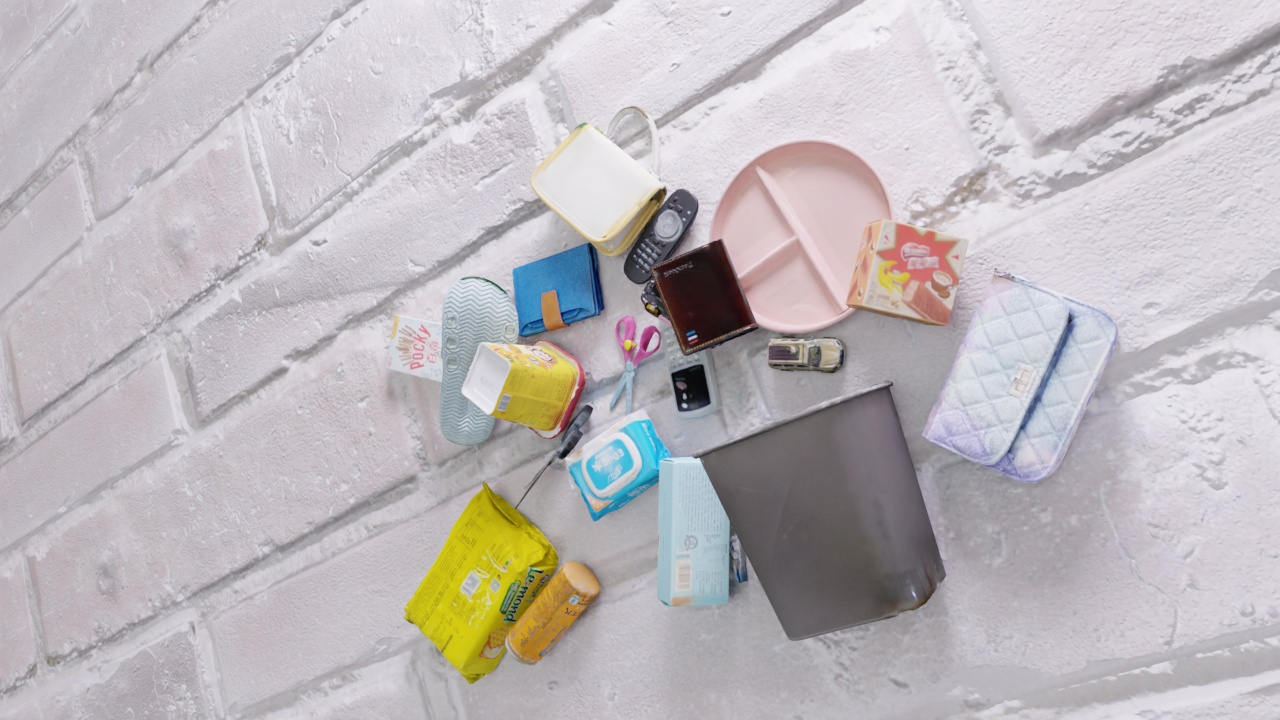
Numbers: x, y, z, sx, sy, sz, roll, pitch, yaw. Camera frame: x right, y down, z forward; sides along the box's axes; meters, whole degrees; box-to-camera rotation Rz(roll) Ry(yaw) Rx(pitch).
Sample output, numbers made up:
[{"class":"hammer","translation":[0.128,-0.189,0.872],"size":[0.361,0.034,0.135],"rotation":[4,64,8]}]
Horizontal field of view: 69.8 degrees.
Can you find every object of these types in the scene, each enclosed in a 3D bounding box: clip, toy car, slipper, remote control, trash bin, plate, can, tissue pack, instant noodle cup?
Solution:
[{"class":"clip","translation":[0.118,0.238,1.101],"size":[0.029,0.024,0.056],"rotation":[-19,71,23]},{"class":"toy car","translation":[0.192,-0.007,1.067],"size":[0.091,0.035,0.042],"rotation":[2,89,28]},{"class":"slipper","translation":[-0.230,0.001,1.280],"size":[0.104,0.074,0.246],"rotation":[6,109,-12]},{"class":"remote control","translation":[0.060,-0.002,1.150],"size":[0.058,0.021,0.150],"rotation":[-17,78,28]},{"class":"remote control","translation":[0.029,-0.157,1.175],"size":[0.053,0.024,0.136],"rotation":[44,107,26]},{"class":"trash bin","translation":[0.201,0.156,0.971],"size":[0.199,0.198,0.219],"rotation":[-25,82,28]},{"class":"toy car","translation":[0.056,-0.059,1.123],"size":[0.122,0.037,0.056],"rotation":[34,84,13]},{"class":"plate","translation":[0.188,-0.145,1.081],"size":[0.230,0.028,0.229],"rotation":[-3,85,31]},{"class":"can","translation":[-0.116,0.333,1.210],"size":[0.058,0.058,0.146],"rotation":[46,109,24]},{"class":"tissue pack","translation":[-0.027,0.133,1.167],"size":[0.140,0.063,0.090],"rotation":[-36,71,23]},{"class":"instant noodle cup","translation":[-0.156,0.032,1.203],"size":[0.116,0.123,0.116],"rotation":[33,104,41]}]

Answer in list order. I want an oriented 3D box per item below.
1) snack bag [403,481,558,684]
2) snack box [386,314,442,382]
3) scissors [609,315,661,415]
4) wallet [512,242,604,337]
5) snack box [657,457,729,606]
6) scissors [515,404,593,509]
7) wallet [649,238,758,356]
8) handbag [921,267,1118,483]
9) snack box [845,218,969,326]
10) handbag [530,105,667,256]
[{"class":"snack bag","translation":[-0.225,0.310,1.270],"size":[0.158,0.068,0.247],"rotation":[37,104,26]},{"class":"snack box","translation":[-0.307,-0.014,1.360],"size":[0.157,0.026,0.084],"rotation":[11,93,29]},{"class":"scissors","translation":[-0.007,0.008,1.186],"size":[0.105,0.017,0.136],"rotation":[-3,84,43]},{"class":"wallet","translation":[-0.115,-0.094,1.249],"size":[0.133,0.040,0.106],"rotation":[-14,76,30]},{"class":"snack box","translation":[0.064,0.204,1.098],"size":[0.052,0.074,0.175],"rotation":[174,98,-69]},{"class":"scissors","translation":[-0.113,0.127,1.217],"size":[0.014,0.160,0.173],"rotation":[34,74,-8]},{"class":"wallet","translation":[0.075,-0.076,1.097],"size":[0.096,0.020,0.122],"rotation":[-21,74,1]},{"class":"handbag","translation":[0.385,0.018,0.929],"size":[0.134,0.075,0.194],"rotation":[25,99,29]},{"class":"snack box","translation":[0.281,-0.093,0.975],"size":[0.093,0.077,0.094],"rotation":[13,94,0]},{"class":"handbag","translation":[-0.035,-0.244,1.206],"size":[0.179,0.063,0.163],"rotation":[-48,65,3]}]
